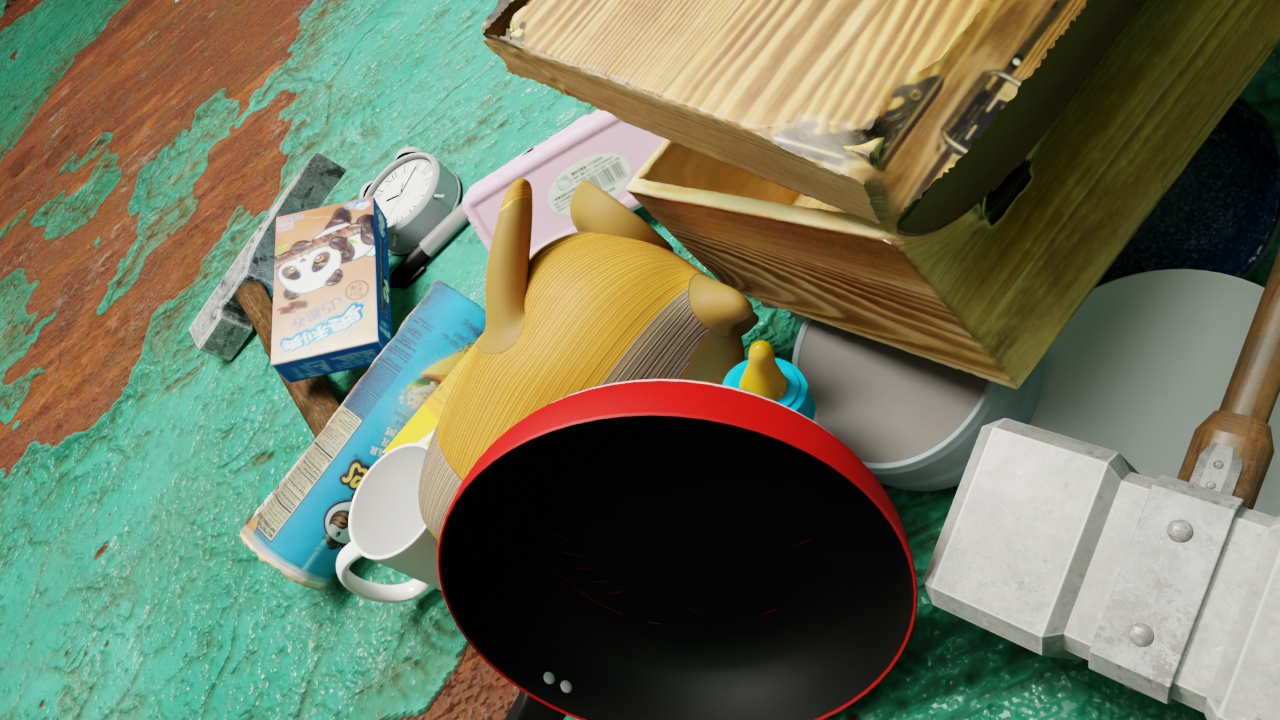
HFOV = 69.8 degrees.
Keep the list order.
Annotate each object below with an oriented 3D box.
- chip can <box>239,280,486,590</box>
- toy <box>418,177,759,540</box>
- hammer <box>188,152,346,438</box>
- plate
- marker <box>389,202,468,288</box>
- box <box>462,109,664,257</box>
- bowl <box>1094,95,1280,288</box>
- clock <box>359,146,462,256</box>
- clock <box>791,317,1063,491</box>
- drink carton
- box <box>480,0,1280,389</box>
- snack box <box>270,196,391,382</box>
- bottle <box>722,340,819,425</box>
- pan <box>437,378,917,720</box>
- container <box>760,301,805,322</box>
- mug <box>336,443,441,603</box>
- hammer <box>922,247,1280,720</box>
[{"bbox_3d":[-0.190,0.051,0.670,0.080,0.080,0.229,30,81,42],"label":"chip can"},{"bbox_3d":[-0.038,0.023,0.506,0.203,0.198,0.162,-52,25,5],"label":"toy"},{"bbox_3d":[-0.285,-0.035,0.800,0.218,0.037,0.300,-53,49,7],"label":"hammer"},{"bbox_3d":[0.239,0.024,0.418,0.135,0.011,0.134,-12,69,34],"label":"plate"},{"bbox_3d":[-0.169,-0.110,0.800,0.138,0.016,0.022,-43,78,3],"label":"marker"},{"bbox_3d":[-0.028,-0.144,0.699,0.202,0.088,0.095,-26,17,19],"label":"box"},{"bbox_3d":[0.248,-0.081,0.452,0.114,0.060,0.114,10,110,30],"label":"bowl"},{"bbox_3d":[-0.215,-0.150,0.841,0.094,0.035,0.122,-43,48,4],"label":"clock"},{"bbox_3d":[0.145,-0.007,0.469,0.159,0.045,0.122,-54,44,17],"label":"clock"},{"bbox_3d":[-0.111,0.038,0.632,0.122,0.058,0.041,-50,47,-3],"label":"drink carton"},{"bbox_3d":[0.120,-0.172,0.393,0.279,0.215,0.257,-50,30,-5],"label":"box"},{"bbox_3d":[-0.252,-0.061,0.752,0.087,0.034,0.151,-13,59,2],"label":"snack box"},{"bbox_3d":[0.062,0.040,0.451,0.051,0.146,0.051,-5,49,6],"label":"bottle"},{"bbox_3d":[-0.026,0.145,0.453,0.357,0.209,0.067,-49,16,32],"label":"pan"},{"bbox_3d":[0.106,-0.084,0.567,0.081,0.049,0.129,-26,50,19],"label":"container"},{"bbox_3d":[-0.138,0.115,0.580,0.110,0.090,0.073,-38,47,9],"label":"mug"},{"bbox_3d":[0.251,-0.019,0.359,0.163,0.082,0.317,20,87,41],"label":"hammer"}]
